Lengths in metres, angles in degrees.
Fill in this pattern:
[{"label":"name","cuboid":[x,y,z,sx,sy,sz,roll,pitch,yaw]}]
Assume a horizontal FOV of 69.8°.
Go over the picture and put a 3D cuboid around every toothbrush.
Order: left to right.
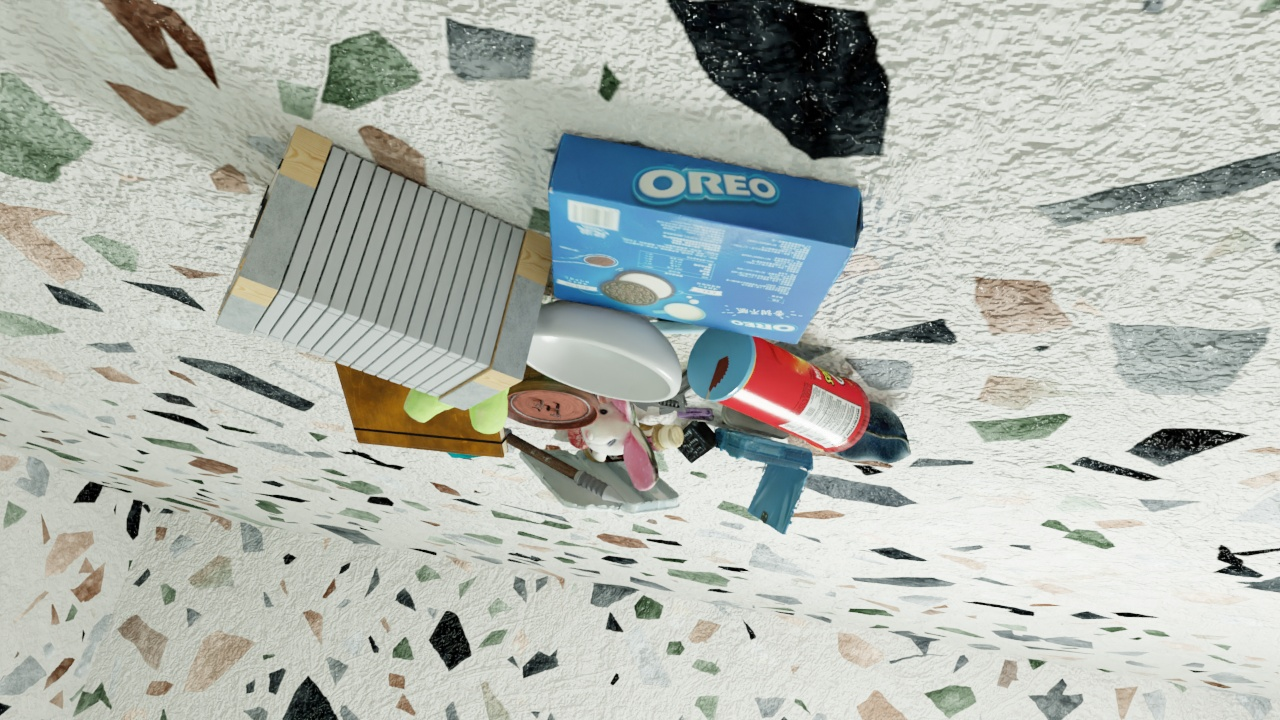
[{"label":"toothbrush","cuboid":[0.069,-0.033,0.964,0.155,0.016,0.022,2,134,21]}]

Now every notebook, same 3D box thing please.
[{"label":"notebook","cuboid":[-0.288,0.057,1.229,0.250,0.014,0.179,4,119,19]}]

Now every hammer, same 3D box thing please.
[{"label":"hammer","cuboid":[-0.156,0.122,1.270,0.322,0.043,0.156,26,168,19]}]

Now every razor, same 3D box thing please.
[{"label":"razor","cuboid":[0.159,0.048,1.096,0.088,0.047,0.116,16,150,-11]}]

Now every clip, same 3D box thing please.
[{"label":"clip","cuboid":[0.076,0.070,1.225,0.051,0.014,0.043,13,159,-9]}]

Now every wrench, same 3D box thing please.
[{"label":"wrench","cuboid":[0.058,0.023,1.111,0.073,0.018,0.274,18,156,-14]}]

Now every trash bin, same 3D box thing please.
[{"label":"trash bin","cuboid":[-0.232,-0.072,0.845,0.246,0.142,0.143,22,156,-25]}]

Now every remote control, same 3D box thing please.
[{"label":"remote control","cuboid":[0.077,0.113,1.288,0.047,0.022,0.150,48,164,5]}]

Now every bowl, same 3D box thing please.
[{"label":"bowl","cuboid":[-0.039,-0.020,0.929,0.176,0.066,0.177,15,162,5]},{"label":"bowl","cuboid":[0.270,0.082,1.097,0.110,0.055,0.110,10,159,4]}]

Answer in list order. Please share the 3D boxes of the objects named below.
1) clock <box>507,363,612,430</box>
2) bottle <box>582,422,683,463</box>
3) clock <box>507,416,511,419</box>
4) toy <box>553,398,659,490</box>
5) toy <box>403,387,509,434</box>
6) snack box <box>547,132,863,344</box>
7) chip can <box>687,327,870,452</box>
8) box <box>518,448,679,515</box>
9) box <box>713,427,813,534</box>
[{"label":"clock","cuboid":[-0.093,0.026,1.098,0.158,0.072,0.120,-15,148,31]},{"label":"bottle","cuboid":[-0.010,0.113,1.307,0.166,0.059,0.059,-10,150,43]},{"label":"clock","cuboid":[-0.143,0.050,1.228,0.089,0.051,0.126,17,158,-13]},{"label":"toy","cuboid":[-0.050,0.088,1.222,0.084,0.159,0.195,-23,-168,-33]},{"label":"toy","cuboid":[-0.211,-0.002,1.026,0.150,0.196,0.107,17,115,-34]},{"label":"snack box","cuboid":[0.044,-0.093,0.775,0.239,0.056,0.196,11,159,0]},{"label":"chip can","cuboid":[0.149,0.031,0.962,0.087,0.087,0.213,-10,156,43]},{"label":"box","cuboid":[-0.063,0.173,1.340,0.191,0.045,0.209,2,-165,-30]},{"label":"box","cuboid":[0.142,0.151,1.170,0.094,0.111,0.231,14,177,-4]}]
